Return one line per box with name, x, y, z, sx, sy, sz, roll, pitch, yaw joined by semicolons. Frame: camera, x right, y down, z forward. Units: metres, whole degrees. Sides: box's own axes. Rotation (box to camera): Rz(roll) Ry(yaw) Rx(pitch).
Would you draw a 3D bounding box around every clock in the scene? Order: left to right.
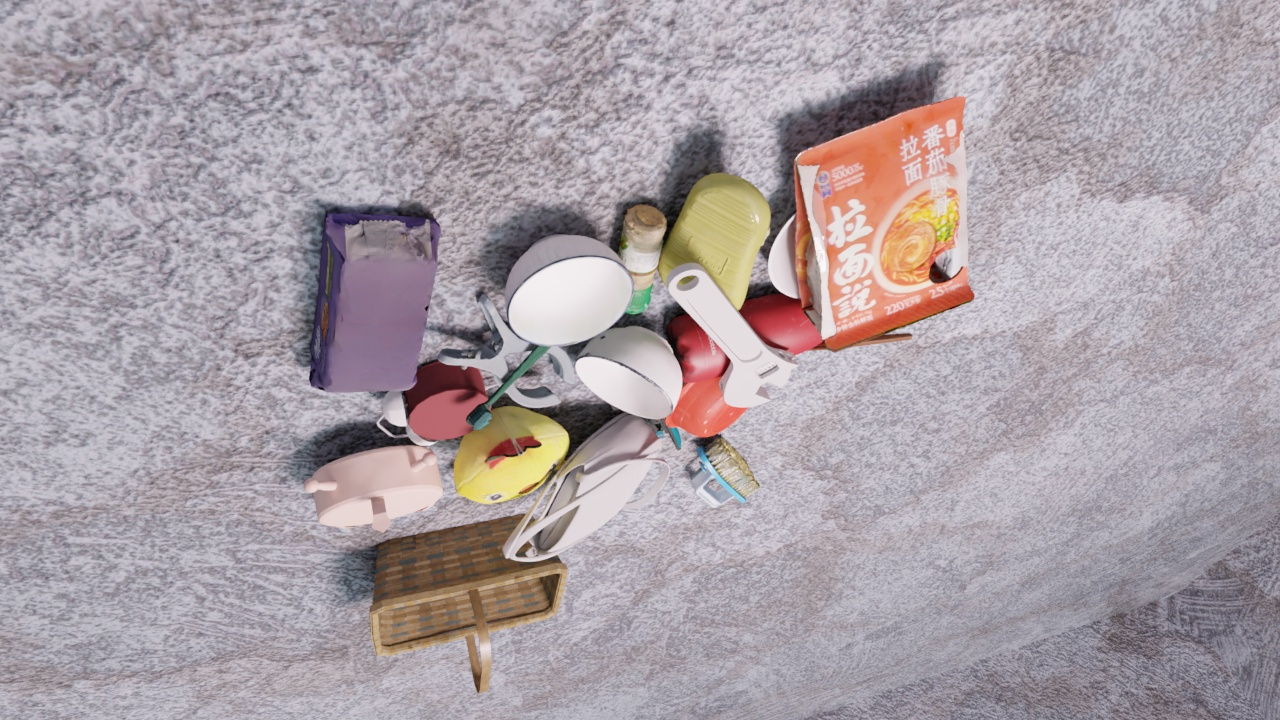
clock;-0.279;0.146;0.982;0.131;0.086;0.161;-12;169;-15
clock;-0.208;0.045;0.938;0.124;0.044;0.087;-25;145;5

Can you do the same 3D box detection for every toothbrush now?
toothbrush;-0.100;-0.003;0.898;0.189;0.017;0.016;-46;140;-2

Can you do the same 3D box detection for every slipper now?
slipper;0.075;-0.117;0.853;0.091;0.081;0.191;26;151;5

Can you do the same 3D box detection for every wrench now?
wrench;0.083;-0.018;0.898;0.087;0.018;0.273;-29;146;15

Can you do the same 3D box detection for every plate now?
plate;0.203;-0.134;0.925;0.174;0.036;0.174;-14;145;-11

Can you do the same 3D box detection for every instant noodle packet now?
instant noodle packet;0.229;-0.134;0.871;0.164;0.084;0.221;-19;134;-3

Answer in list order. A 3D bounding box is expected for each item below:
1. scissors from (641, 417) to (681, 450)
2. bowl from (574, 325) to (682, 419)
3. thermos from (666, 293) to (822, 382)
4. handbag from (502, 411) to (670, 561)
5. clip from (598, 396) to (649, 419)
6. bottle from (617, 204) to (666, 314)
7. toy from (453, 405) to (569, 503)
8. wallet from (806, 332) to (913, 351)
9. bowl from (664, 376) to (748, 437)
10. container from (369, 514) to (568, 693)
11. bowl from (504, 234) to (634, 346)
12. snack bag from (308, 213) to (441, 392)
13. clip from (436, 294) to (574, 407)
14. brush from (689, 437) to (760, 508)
scissors;0.020;0.084;1.138;0.130;0.019;0.150;12;134;-40
bowl;-0.006;0.006;0.959;0.113;0.063;0.114;23;155;11
thermos;0.149;-0.036;0.997;0.239;0.073;0.073;-14;145;-12
handbag;-0.076;0.174;1.072;0.222;0.095;0.216;-34;160;-43
clip;0.004;0.034;1.043;0.102;0.053;0.057;-30;107;13
bottle;-0.003;-0.094;0.864;0.043;0.043;0.111;-9;143;-18
toy;-0.147;0.114;1.031;0.133;0.092;0.208;-22;157;-17
wallet;0.244;-0.020;1.071;0.120;0.013;0.088;-7;-178;-30
bowl;0.091;0.047;1.065;0.130;0.045;0.131;-34;156;-17
container;-0.219;0.322;1.182;0.249;0.186;0.158;-8;143;-19
bowl;-0.071;-0.074;0.837;0.118;0.062;0.118;-15;146;-11
snack bag;-0.233;-0.040;0.799;0.096;0.058;0.206;-3;141;-26
clip;-0.116;-0.014;0.915;0.163;0.028;0.106;29;95;-50
brush;0.103;0.153;1.243;0.075;0.055;0.136;-34;143;8
